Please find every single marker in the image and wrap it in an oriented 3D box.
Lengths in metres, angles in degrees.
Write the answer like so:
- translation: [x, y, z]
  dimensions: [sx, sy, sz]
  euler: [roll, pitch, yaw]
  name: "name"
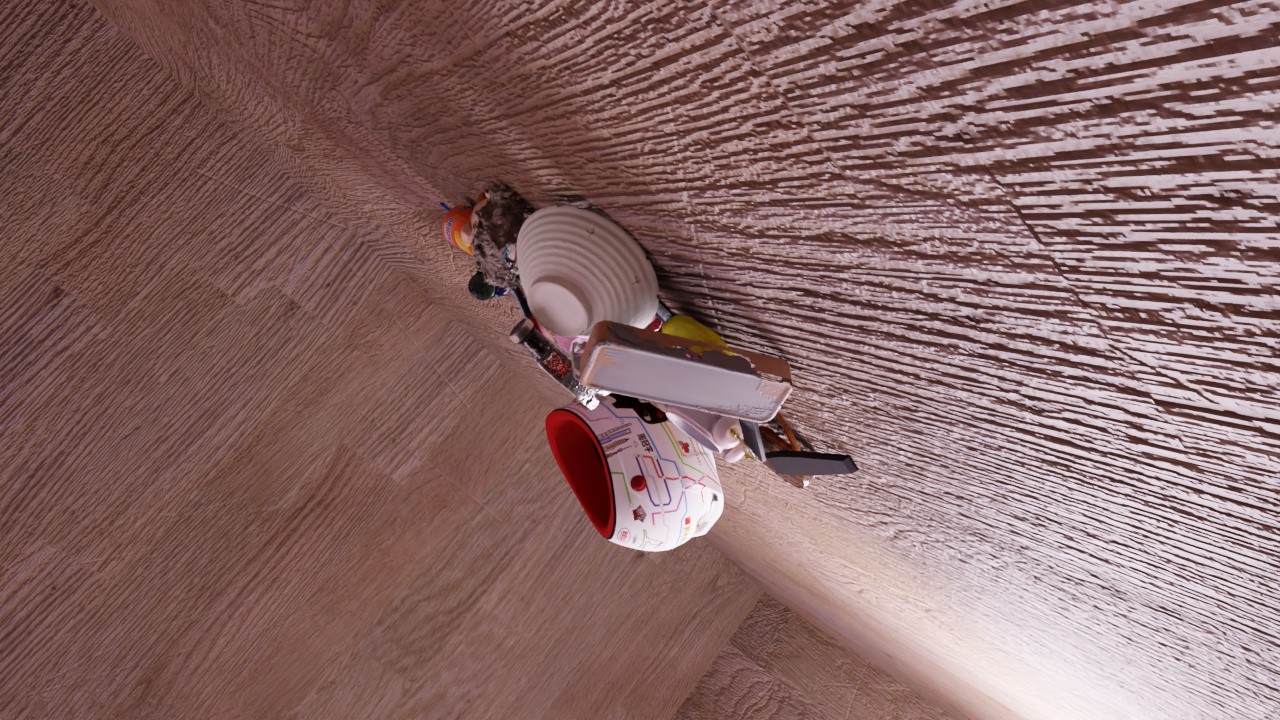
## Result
- translation: [0.008, -0.073, 1.080]
  dimensions: [0.123, 0.018, 0.015]
  euler: [43, 174, -25]
  name: "marker"

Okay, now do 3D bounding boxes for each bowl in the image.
- translation: [-0.074, -0.075, 0.992]
  dimensions: [0.177, 0.070, 0.178]
  euler: [18, 137, 18]
  name: "bowl"

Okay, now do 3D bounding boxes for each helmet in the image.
- translation: [0.005, 0.178, 1.585]
  dimensions: [0.314, 0.235, 0.232]
  euler: [55, 147, 32]
  name: "helmet"

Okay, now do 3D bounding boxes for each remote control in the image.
- translation: [0.133, 0.074, 1.169]
  dimensions: [0.045, 0.021, 0.140]
  euler: [51, 168, 45]
  name: "remote control"
- translation: [0.210, 0.128, 1.136]
  dimensions: [0.125, 0.010, 0.039]
  euler: [-5, 131, 46]
  name: "remote control"

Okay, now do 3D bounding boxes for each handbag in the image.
- translation: [0.175, 0.086, 1.175]
  dimensions: [0.093, 0.043, 0.196]
  euler: [35, 161, 40]
  name: "handbag"

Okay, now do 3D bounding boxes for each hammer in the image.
- translation: [-0.121, -0.040, 1.147]
  dimensions: [0.140, 0.036, 0.326]
  euler: [43, -176, -23]
  name: "hammer"

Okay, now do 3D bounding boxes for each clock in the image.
- translation: [0.107, 0.093, 1.338]
  dimensions: [0.158, 0.058, 0.117]
  euler: [33, 169, 26]
  name: "clock"

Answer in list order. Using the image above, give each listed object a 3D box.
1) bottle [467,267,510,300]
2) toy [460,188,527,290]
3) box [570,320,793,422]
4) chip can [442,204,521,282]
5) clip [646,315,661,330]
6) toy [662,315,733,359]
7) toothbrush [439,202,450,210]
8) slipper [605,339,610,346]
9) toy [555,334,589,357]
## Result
- translation: [-0.213, -0.124, 1.360]
  dimensions: [0.056, 0.056, 0.160]
  euler: [40, -162, -5]
  name: "bottle"
- translation: [-0.192, -0.165, 1.181]
  dimensions: [0.076, 0.133, 0.176]
  euler: [-1, -155, -19]
  name: "toy"
- translation: [0.040, 0.005, 0.971]
  dimensions: [0.217, 0.094, 0.121]
  euler: [12, 140, -14]
  name: "box"
- translation: [-0.200, -0.163, 1.295]
  dimensions: [0.210, 0.062, 0.062]
  euler: [30, 166, 42]
  name: "chip can"
- translation: [-0.001, -0.060, 1.161]
  dimensions: [0.059, 0.022, 0.039]
  euler: [30, 170, 47]
  name: "clip"
- translation: [0.066, -0.018, 1.053]
  dimensions: [0.094, 0.041, 0.095]
  euler: [32, 168, 12]
  name: "toy"
- translation: [-0.255, -0.204, 1.470]
  dimensions: [0.187, 0.011, 0.016]
  euler: [39, 170, 18]
  name: "toothbrush"
- translation: [-0.007, 0.007, 1.192]
  dimensions: [0.294, 0.060, 0.118]
  euler: [29, 177, -41]
  name: "slipper"
- translation: [-0.099, -0.048, 1.379]
  dimensions: [0.157, 0.067, 0.123]
  euler: [39, -165, 7]
  name: "toy"
